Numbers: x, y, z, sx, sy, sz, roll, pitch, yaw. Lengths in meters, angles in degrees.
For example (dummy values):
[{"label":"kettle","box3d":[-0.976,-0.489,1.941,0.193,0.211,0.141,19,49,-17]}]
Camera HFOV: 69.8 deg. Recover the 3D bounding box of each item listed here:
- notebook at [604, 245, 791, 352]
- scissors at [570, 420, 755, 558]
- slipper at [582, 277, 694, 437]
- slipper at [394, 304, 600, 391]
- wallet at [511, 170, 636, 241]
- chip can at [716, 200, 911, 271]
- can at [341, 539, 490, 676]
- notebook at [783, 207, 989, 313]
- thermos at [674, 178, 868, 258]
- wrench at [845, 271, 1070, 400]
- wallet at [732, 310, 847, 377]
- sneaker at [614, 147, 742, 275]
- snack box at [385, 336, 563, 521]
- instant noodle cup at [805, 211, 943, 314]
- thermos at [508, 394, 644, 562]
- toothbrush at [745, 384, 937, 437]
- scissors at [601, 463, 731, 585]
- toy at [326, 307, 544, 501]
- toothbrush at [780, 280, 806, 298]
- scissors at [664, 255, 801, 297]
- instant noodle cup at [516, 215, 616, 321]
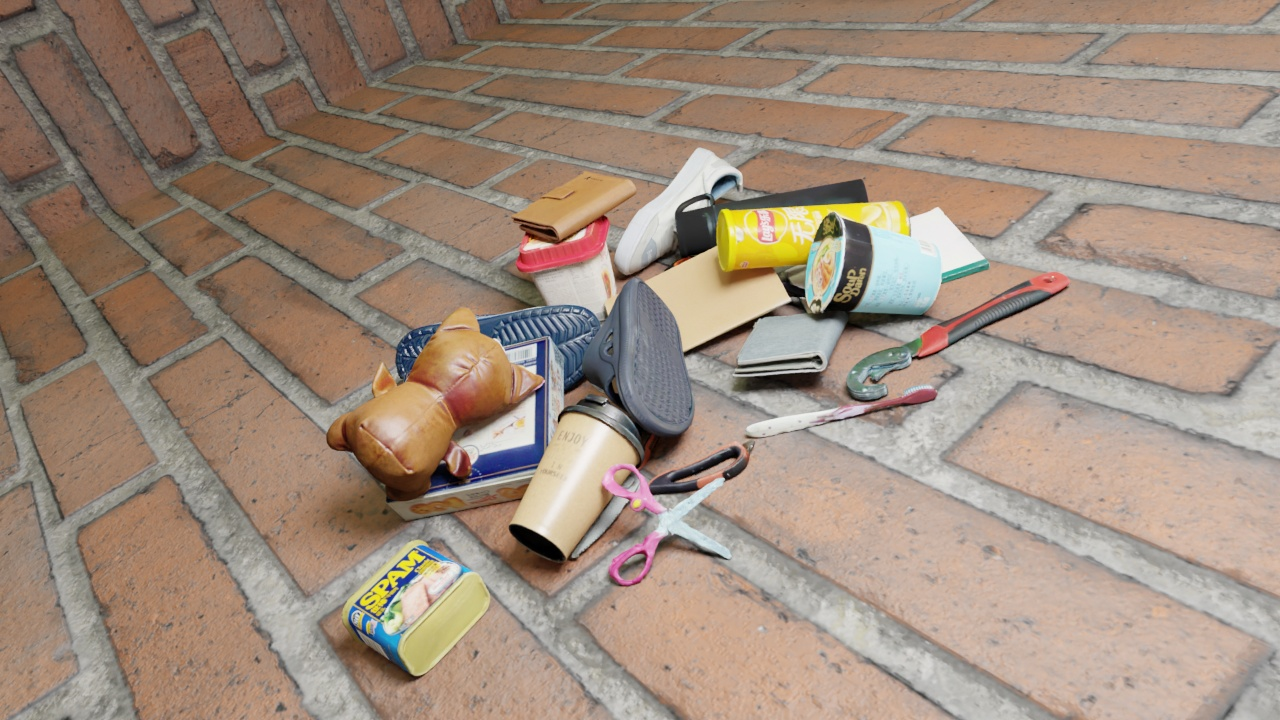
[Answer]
[{"label":"notebook","box3d":[0.062,-0.071,1.101,0.208,0.008,0.147,-26,43,7]},{"label":"scissors","box3d":[0.005,0.115,0.901,0.189,0.015,0.222,3,39,31]},{"label":"slipper","box3d":[-0.006,0.006,0.978,0.083,0.110,0.267,-36,24,19]},{"label":"slipper","box3d":[-0.166,-0.007,1.107,0.253,0.105,0.095,-7,5,7]},{"label":"wallet","box3d":[-0.086,-0.199,1.171,0.131,0.031,0.108,-35,36,-26]},{"label":"chip can","box3d":[0.198,-0.145,1.062,0.213,0.072,0.072,-4,32,-6]},{"label":"can","box3d":[-0.197,0.218,0.813,0.083,0.057,0.101,14,46,38]},{"label":"notebook","box3d":[0.285,-0.116,1.098,0.209,0.012,0.150,-18,34,4]},{"label":"thermos","box3d":[0.166,-0.191,1.187,0.242,0.068,0.089,-7,66,6]},{"label":"wrench","box3d":[0.326,-0.031,0.946,0.273,0.016,0.056,-27,33,-12]},{"label":"wallet","box3d":[0.160,-0.016,0.987,0.107,0.037,0.129,-6,21,25]},{"label":"sneaker","box3d":[0.059,-0.195,1.283,0.091,0.090,0.241,32,64,16]},{"label":"snack box","box3d":[-0.174,0.071,0.990,0.178,0.046,0.182,-13,49,11]},{"label":"instant noodle cup","box3d":[0.252,-0.095,0.985,0.120,0.111,0.111,8,32,-8]},{"label":"thermos","box3d":[-0.061,0.111,0.855,0.093,0.093,0.143,8,53,36]},{"label":"toothbrush","box3d":[0.194,0.049,0.898,0.188,0.016,0.017,-13,25,10]},{"label":"scissors","box3d":[0.017,0.146,0.805,0.133,0.017,0.134,28,82,14]},{"label":"toy","box3d":[-0.204,0.045,0.926,0.199,0.140,0.131,-49,10,-22]},{"label":"toothbrush","box3d":[0.163,-0.090,1.079,0.189,0.018,0.014,24,64,43]},{"label":"scissors","box3d":[0.102,-0.087,1.142,0.231,0.022,0.221,-33,34,-16]},{"label":"instant noodle cup","box3d":[-0.087,-0.117,1.193,0.117,0.124,0.116,-11,32,13]}]
